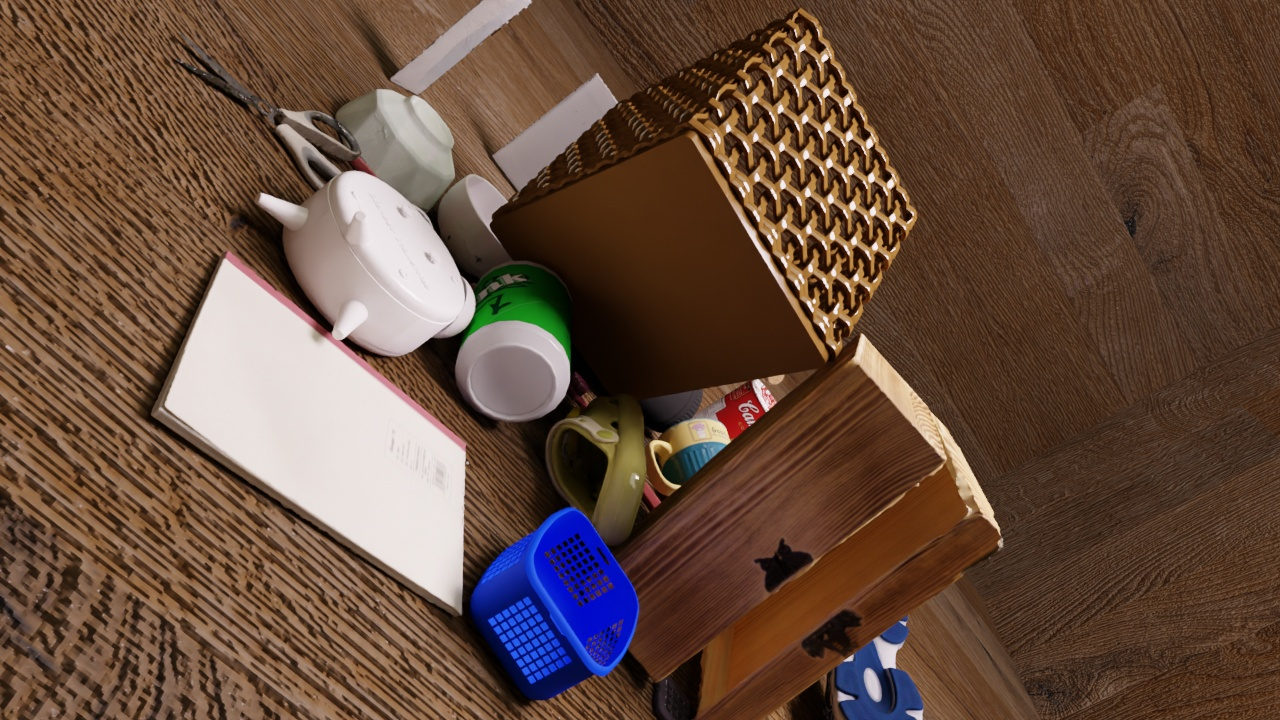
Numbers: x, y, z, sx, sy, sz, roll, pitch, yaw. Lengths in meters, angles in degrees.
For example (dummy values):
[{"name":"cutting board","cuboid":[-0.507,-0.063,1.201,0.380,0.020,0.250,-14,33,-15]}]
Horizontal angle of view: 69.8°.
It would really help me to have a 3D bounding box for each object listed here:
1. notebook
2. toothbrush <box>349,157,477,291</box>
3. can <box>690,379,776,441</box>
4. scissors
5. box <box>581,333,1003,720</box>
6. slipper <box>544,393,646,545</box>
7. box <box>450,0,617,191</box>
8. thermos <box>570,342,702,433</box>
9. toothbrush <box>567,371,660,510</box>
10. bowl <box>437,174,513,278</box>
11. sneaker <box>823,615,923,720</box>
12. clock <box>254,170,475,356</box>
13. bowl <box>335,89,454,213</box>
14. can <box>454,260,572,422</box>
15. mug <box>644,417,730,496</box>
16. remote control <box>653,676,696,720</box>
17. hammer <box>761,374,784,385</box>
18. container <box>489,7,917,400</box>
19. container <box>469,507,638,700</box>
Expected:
[{"name":"notebook","cuboid":[-0.176,0.042,0.542,0.209,0.012,0.152,47,18,-33]},{"name":"toothbrush","cuboid":[-0.188,-0.108,0.797,0.184,0.015,0.015,50,14,-19]},{"name":"can","cuboid":[0.112,0.087,1.122,0.086,0.116,0.086,50,17,-22]},{"name":"scissors","cuboid":[-0.270,-0.183,0.697,0.163,0.013,0.154,54,22,-11]},{"name":"box","cuboid":[0.125,0.130,0.765,0.168,0.280,0.244,47,15,2]},{"name":"slipper","cuboid":[-0.041,0.086,0.764,0.081,0.092,0.190,12,17,-9]},{"name":"box","cuboid":[-0.059,-0.226,1.125,0.478,0.167,0.119,59,17,6]},{"name":"thermos","cuboid":[-0.006,0.006,0.985,0.198,0.086,0.086,45,20,-37]},{"name":"toothbrush","cuboid":[-0.017,0.092,0.910,0.190,0.016,0.016,56,15,-4]},{"name":"bowl","cuboid":[-0.149,-0.118,0.860,0.105,0.054,0.104,53,15,-21]},{"name":"sneaker","cuboid":[0.233,0.350,1.002,0.268,0.103,0.133,-77,176,-65]},{"name":"clock","cuboid":[-0.177,-0.072,0.643,0.125,0.073,0.160,58,14,7]},{"name":"bowl","cuboid":[-0.208,-0.196,0.823,0.117,0.061,0.117,51,16,-21]},{"name":"can","cuboid":[-0.100,-0.018,0.747,0.088,0.088,0.139,49,18,-26]},{"name":"mug","cuboid":[0.054,0.124,0.968,0.113,0.083,0.107,16,41,-33]},{"name":"remote control","cuboid":[0.050,0.299,0.720,0.124,0.009,0.046,52,16,-16]},{"name":"hammer","cuboid":[0.074,-0.047,1.192,0.132,0.040,0.305,28,7,-47]},{"name":"container","cuboid":[0.057,-0.124,0.815,0.219,0.252,0.213,55,49,-21]},{"name":"container","cuboid":[-0.056,0.157,0.591,0.096,0.058,0.114,56,16,-2]}]
